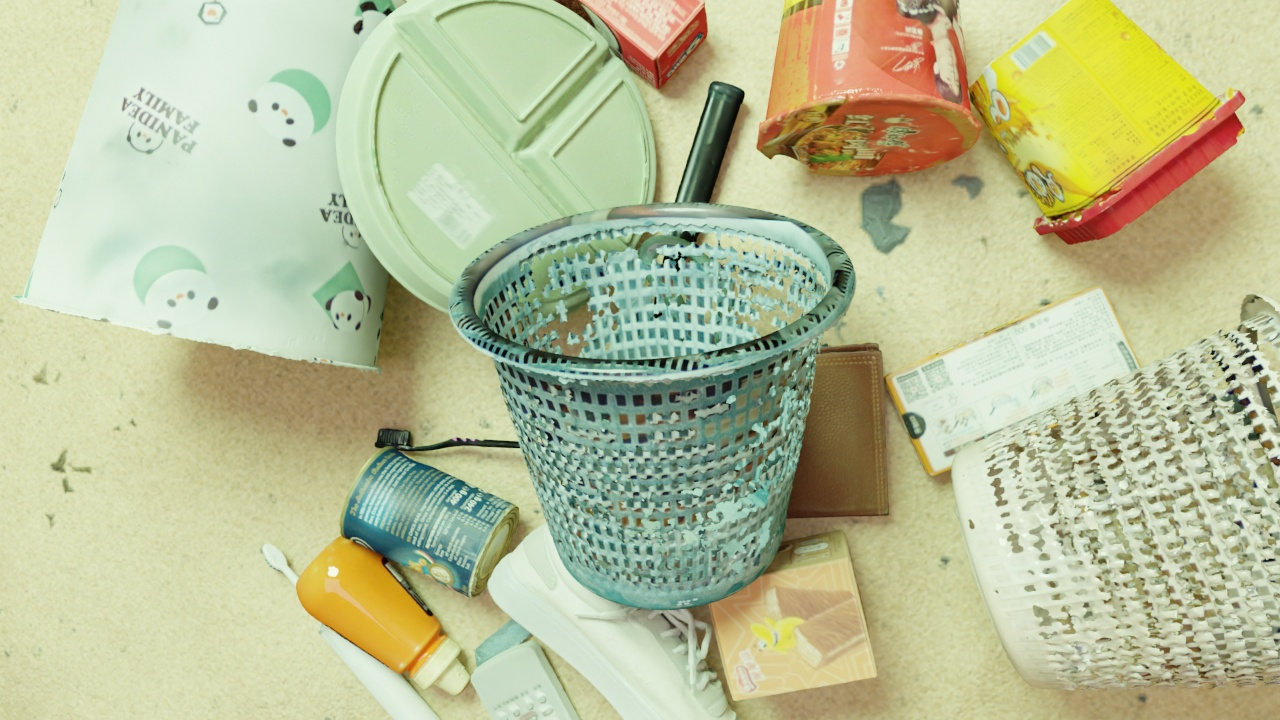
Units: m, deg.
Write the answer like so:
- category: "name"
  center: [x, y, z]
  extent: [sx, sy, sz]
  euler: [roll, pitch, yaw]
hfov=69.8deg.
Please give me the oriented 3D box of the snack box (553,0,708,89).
- category: "snack box"
  center: [-0.046, -0.286, 0.654]
  extent: [0.207, 0.057, 0.058]
  euler: [42, 90, 8]

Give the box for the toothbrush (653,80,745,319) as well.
- category: "toothbrush"
  center: [0.029, -0.094, 0.665]
  extent: [0.027, 0.026, 0.213]
  euler: [21, 99, 17]

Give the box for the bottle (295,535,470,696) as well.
- category: "bottle"
  center: [-0.189, 0.200, 0.697]
  extent: [0.149, 0.066, 0.067]
  euler: [41, 98, 0]

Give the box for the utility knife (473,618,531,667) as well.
- category: "utility knife"
  center: [-0.043, 0.165, 0.688]
  extent: [0.231, 0.015, 0.033]
  euler: [-41, 82, 10]

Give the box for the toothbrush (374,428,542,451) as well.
- category: "toothbrush"
  center: [-0.120, 0.060, 0.689]
  extent: [0.189, 0.014, 0.017]
  euler: [-1, 82, 21]

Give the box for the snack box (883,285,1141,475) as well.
- category: "snack box"
  center: [0.252, 0.014, 0.623]
  extent: [0.154, 0.026, 0.075]
  euler: [-25, 87, 10]

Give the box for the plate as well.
- category: "plate"
  center: [-0.083, -0.136, 0.612]
  extent: [0.229, 0.027, 0.230]
  euler: [-1, 93, -31]

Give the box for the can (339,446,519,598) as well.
- category: "can"
  center: [-0.153, 0.120, 0.678]
  extent: [0.111, 0.075, 0.075]
  euler: [23, 95, 9]

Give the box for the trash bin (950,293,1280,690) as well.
- category: "trash bin"
  center: [0.300, 0.099, 0.535]
  extent: [0.192, 0.227, 0.227]
  euler: [-21, 87, 23]

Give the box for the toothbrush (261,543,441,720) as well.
- category: "toothbrush"
  center: [-0.224, 0.226, 0.719]
  extent: [0.221, 0.026, 0.026]
  euler: [46, 137, 7]

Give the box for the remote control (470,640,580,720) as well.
- category: "remote control"
  center: [-0.070, 0.287, 0.689]
  extent: [0.058, 0.021, 0.150]
  euler: [-30, 88, 11]

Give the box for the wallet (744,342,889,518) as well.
- category: "wallet"
  center: [0.120, 0.052, 0.642]
  extent: [0.101, 0.032, 0.124]
  euler: [-4, 99, 12]

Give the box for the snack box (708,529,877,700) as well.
- category: "snack box"
  center: [0.102, 0.170, 0.621]
  extent: [0.094, 0.092, 0.077]
  euler: [-14, 89, 10]

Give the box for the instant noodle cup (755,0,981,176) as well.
- category: "instant noodle cup"
  center: [0.147, -0.191, 0.589]
  extent: [0.138, 0.138, 0.108]
  euler: [2, 83, 11]

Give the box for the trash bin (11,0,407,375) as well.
- category: "trash bin"
  center: [-0.267, -0.135, 0.631]
  extent: [0.230, 0.229, 0.252]
  euler: [11, 87, 10]

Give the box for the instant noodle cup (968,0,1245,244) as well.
- category: "instant noodle cup"
  center: [0.275, -0.151, 0.566]
  extent: [0.116, 0.116, 0.123]
  euler: [-40, 88, 9]

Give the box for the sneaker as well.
- category: "sneaker"
  center: [0.010, 0.201, 0.641]
  extent: [0.242, 0.089, 0.091]
  euler: [42, 95, 5]

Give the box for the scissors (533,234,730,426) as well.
- category: "scissors"
  center: [-0.002, -0.001, 0.662]
  extent: [0.170, 0.019, 0.175]
  euler: [-11, 101, 5]

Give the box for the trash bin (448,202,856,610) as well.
- category: "trash bin"
  center: [0.011, 0.032, 0.562]
  extent: [0.227, 0.226, 0.195]
  euler: [2, 120, 11]
